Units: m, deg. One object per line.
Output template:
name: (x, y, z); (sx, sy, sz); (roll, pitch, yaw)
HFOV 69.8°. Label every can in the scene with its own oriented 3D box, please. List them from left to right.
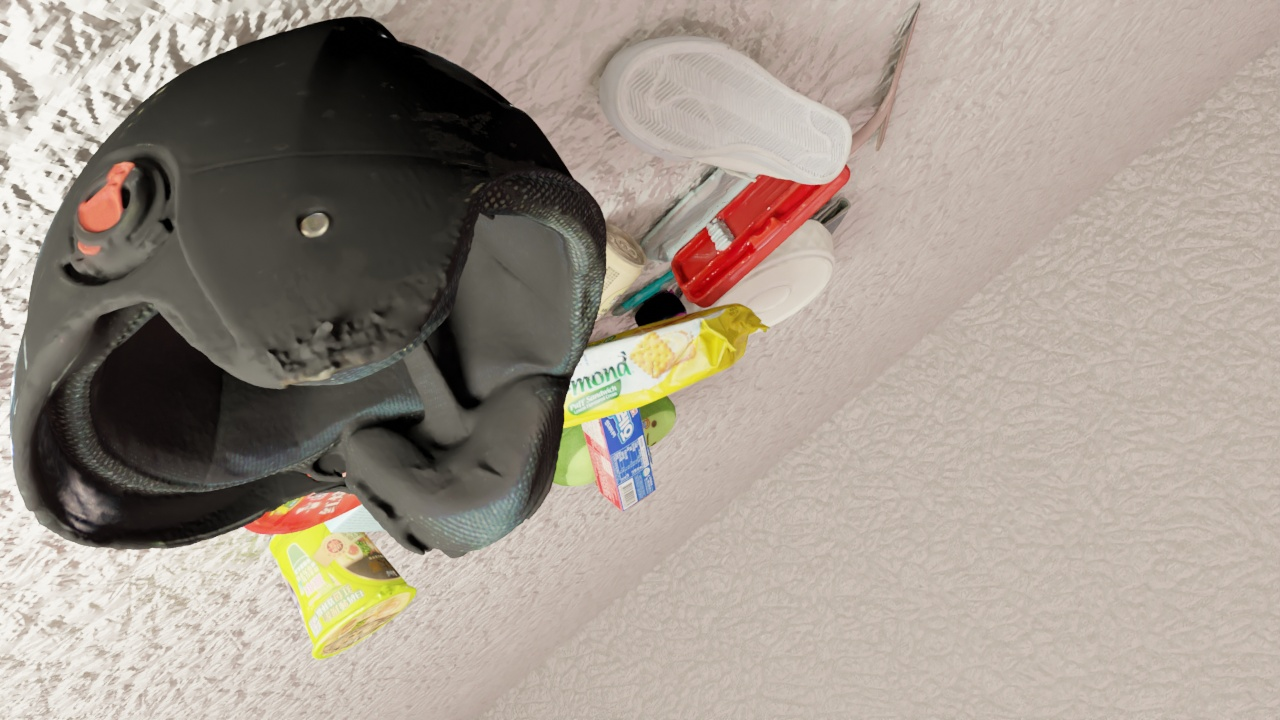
can: (-0.051, -0.065, 0.828); (0.116, 0.058, 0.058); (-47, 161, 25)

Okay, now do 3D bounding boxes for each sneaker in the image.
sneaker: (0.056, -0.193, 0.711); (0.241, 0.091, 0.089); (5, 106, -41)

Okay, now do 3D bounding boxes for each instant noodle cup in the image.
instant noodle cup: (-0.303, 0.210, 0.909); (0.111, 0.123, 0.112); (-35, 164, -12)
instant noodle cup: (-0.244, 0.058, 0.740); (0.193, 0.066, 0.194); (-34, 161, -13)

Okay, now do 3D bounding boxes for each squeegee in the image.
squeegee: (0.189, -0.216, 0.966); (0.249, 0.040, 0.248); (-36, 163, -4)

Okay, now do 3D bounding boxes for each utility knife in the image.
utility knife: (0.043, -0.098, 1.011); (0.186, 0.013, 0.029); (-35, 170, -13)

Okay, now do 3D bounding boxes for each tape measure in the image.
tape measure: (0.022, -0.053, 1.041); (0.057, 0.039, 0.058); (-35, 167, -13)

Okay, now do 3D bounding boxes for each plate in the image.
plate: (0.144, -0.088, 1.099); (0.204, 0.045, 0.205); (-22, 158, -10)

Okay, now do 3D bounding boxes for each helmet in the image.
helmet: (-0.152, -0.028, 0.436); (0.274, 0.230, 0.234); (-26, 152, -8)

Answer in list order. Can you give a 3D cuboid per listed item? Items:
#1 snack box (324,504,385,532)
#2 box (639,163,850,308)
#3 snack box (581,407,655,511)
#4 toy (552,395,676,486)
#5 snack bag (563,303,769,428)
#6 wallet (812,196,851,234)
snack box: (-0.252, 0.131, 0.930); (0.074, 0.051, 0.174); (-42, 164, 5)
box: (0.090, -0.155, 0.885); (0.202, 0.095, 0.098); (-43, 133, 18)
snack box: (-0.032, 0.083, 1.086); (0.057, 0.058, 0.208); (-30, 131, -23)
toy: (-0.054, 0.101, 1.189); (0.246, 0.090, 0.227); (-26, 154, -24)
snack bag: (-0.005, 0.005, 0.895); (0.247, 0.068, 0.157); (-16, -175, 22)
wallet: (0.206, -0.146, 1.180); (0.106, 0.037, 0.130); (-36, 167, -38)
